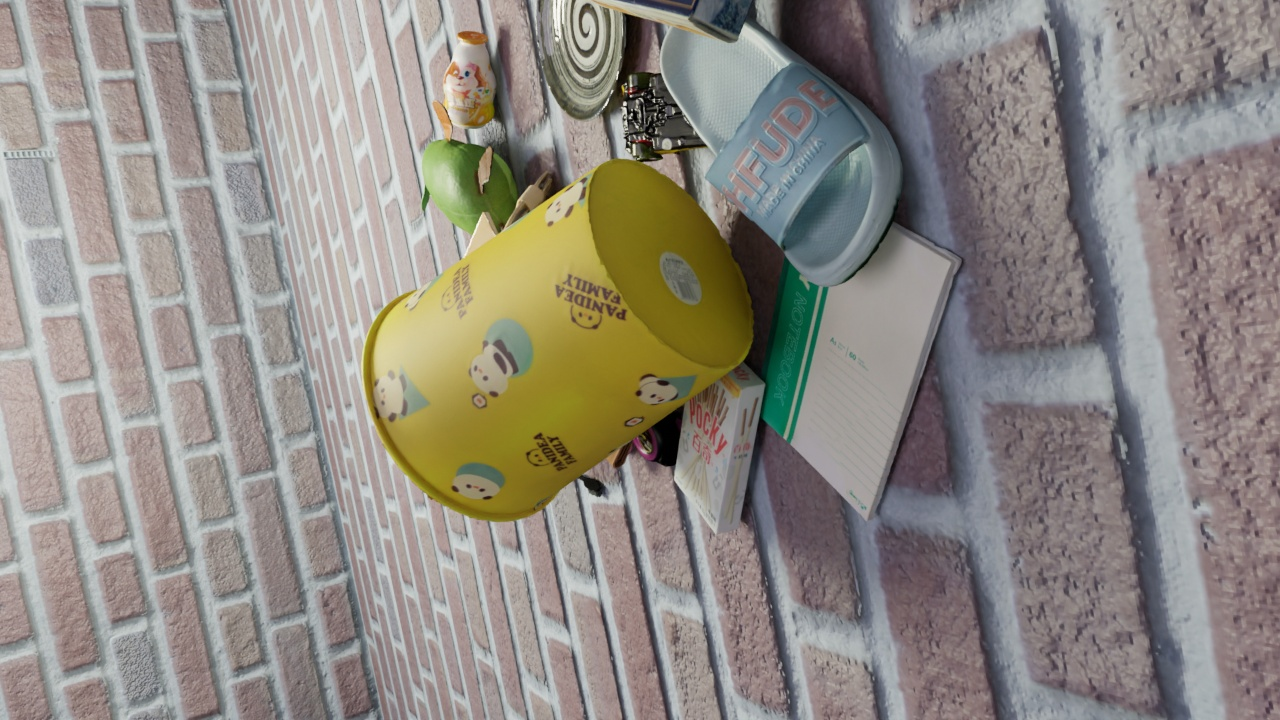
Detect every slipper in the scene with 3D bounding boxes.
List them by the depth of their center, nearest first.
[{"bbox_3d":[0.082,-0.159,0.619,0.104,0.074,0.245,-50,59,31],"label":"slipper"}]

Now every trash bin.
[{"bbox_3d":[-0.061,-0.019,0.757,0.256,0.229,0.229,-32,71,34],"label":"trash bin"}]

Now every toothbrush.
[{"bbox_3d":[-0.093,0.136,1.140,0.190,0.014,0.016,18,140,58],"label":"toothbrush"}]

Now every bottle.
[{"bbox_3d":[-0.204,-0.337,1.101,0.063,0.063,0.109,50,141,41],"label":"bottle"}]

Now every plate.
[{"bbox_3d":[-0.054,-0.323,0.881,0.179,0.024,0.180,31,128,51],"label":"plate"}]

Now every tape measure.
[{"bbox_3d":[0.018,0.069,0.887,0.057,0.039,0.058,18,121,58],"label":"tape measure"}]

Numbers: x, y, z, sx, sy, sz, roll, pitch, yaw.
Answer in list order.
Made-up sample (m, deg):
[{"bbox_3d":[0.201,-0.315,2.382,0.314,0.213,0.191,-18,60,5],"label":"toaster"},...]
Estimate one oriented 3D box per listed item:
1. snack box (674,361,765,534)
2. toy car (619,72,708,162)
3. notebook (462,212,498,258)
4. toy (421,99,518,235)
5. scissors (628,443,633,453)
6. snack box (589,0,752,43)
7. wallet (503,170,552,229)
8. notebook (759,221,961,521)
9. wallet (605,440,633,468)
[{"bbox_3d":[0.067,0.066,0.805,0.084,0.026,0.157,-130,38,-50],"label":"snack box"},{"bbox_3d":[0.041,-0.199,0.734,0.156,0.041,0.071,5,103,46],"label":"toy car"},{"bbox_3d":[-0.179,-0.038,1.004,0.208,0.008,0.147,-55,52,41],"label":"notebook"},{"bbox_3d":[-0.207,-0.210,1.122,0.247,0.089,0.227,39,150,50],"label":"toy"},{"bbox_3d":[-0.050,0.091,1.022,0.134,0.017,0.057,-31,84,48],"label":"scissors"},{"bbox_3d":[0.034,-0.329,0.638,0.178,0.045,0.183,40,113,48],"label":"snack box"},{"bbox_3d":[-0.130,-0.153,1.008,0.024,0.114,0.087,27,133,0],"label":"wallet"},{"bbox_3d":[0.144,-0.010,0.662,0.150,0.012,0.209,46,138,46],"label":"notebook"},{"bbox_3d":[-0.037,0.040,0.951,0.101,0.020,0.116,47,135,26],"label":"wallet"}]
